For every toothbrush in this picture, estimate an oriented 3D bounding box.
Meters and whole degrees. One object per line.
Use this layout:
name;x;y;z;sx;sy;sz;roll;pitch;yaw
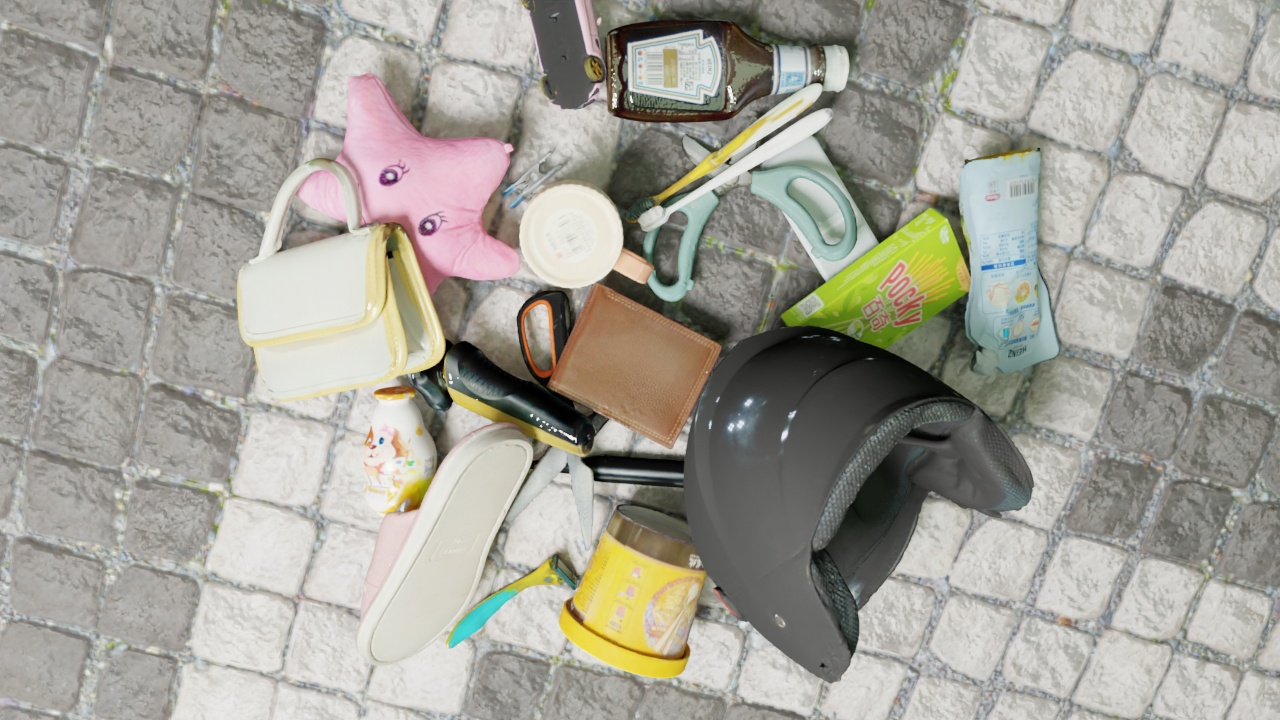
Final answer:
toothbrush;0.077;-0.156;0.748;0.180;0.016;0.016;-30;75;7
toothbrush;0.065;-0.169;0.749;0.192;0.018;0.016;-32;81;15
toothbrush;-0.032;0.095;0.818;0.212;0.026;0.027;5;116;-4

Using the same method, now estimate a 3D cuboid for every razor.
razor;-0.114;0.034;0.758;0.167;0.062;0.068;24;118;13
razor;-0.122;0.222;0.837;0.132;0.028;0.043;-33;133;1

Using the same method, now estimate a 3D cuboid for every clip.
clip;-0.091;-0.150;0.762;0.058;0.025;0.036;-38;94;4

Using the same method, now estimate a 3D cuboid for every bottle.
bottle;-0.206;0.077;0.784;0.063;0.063;0.108;-2;102;-4
bottle;0.070;-0.235;0.746;0.195;0.044;0.080;-3;102;-4

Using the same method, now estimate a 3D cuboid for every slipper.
slipper;-0.172;0.153;0.767;0.054;0.114;0.275;45;122;30

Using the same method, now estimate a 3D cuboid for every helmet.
helmet;0.148;0.105;0.731;0.233;0.230;0.275;-31;148;-22

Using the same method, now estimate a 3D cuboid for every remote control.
remote control;0.157;-0.124;0.785;0.056;0.020;0.136;-34;100;3

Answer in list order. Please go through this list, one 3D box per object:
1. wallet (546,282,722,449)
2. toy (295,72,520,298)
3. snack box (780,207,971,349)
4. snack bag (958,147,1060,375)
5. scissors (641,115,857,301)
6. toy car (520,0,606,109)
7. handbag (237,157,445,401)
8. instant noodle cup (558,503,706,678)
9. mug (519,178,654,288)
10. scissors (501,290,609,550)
wallet;-0.005;0.004;0.771;0.124;0.032;0.101;26;87;-6
toy;-0.179;-0.135;0.730;0.179;0.074;0.194;-28;105;18
snack box;0.204;-0.052;0.786;0.156;0.026;0.086;-35;129;3
snack bag;0.315;-0.081;0.787;0.110;0.039;0.191;-18;107;-36
scissors;0.090;-0.110;0.765;0.170;0.019;0.171;28;98;11
toy car;-0.059;-0.260;0.727;0.056;0.037;0.122;-9;96;35
handbag;-0.251;-0.062;0.717;0.164;0.063;0.179;-9;102;28
instant noodle cup;0.002;0.195;0.800;0.118;0.118;0.114;19;92;-8
mug;-0.042;-0.095;0.735;0.114;0.106;0.082;30;98;-9
scissors;-0.052;0.042;0.795;0.221;0.022;0.228;-33;95;-3
